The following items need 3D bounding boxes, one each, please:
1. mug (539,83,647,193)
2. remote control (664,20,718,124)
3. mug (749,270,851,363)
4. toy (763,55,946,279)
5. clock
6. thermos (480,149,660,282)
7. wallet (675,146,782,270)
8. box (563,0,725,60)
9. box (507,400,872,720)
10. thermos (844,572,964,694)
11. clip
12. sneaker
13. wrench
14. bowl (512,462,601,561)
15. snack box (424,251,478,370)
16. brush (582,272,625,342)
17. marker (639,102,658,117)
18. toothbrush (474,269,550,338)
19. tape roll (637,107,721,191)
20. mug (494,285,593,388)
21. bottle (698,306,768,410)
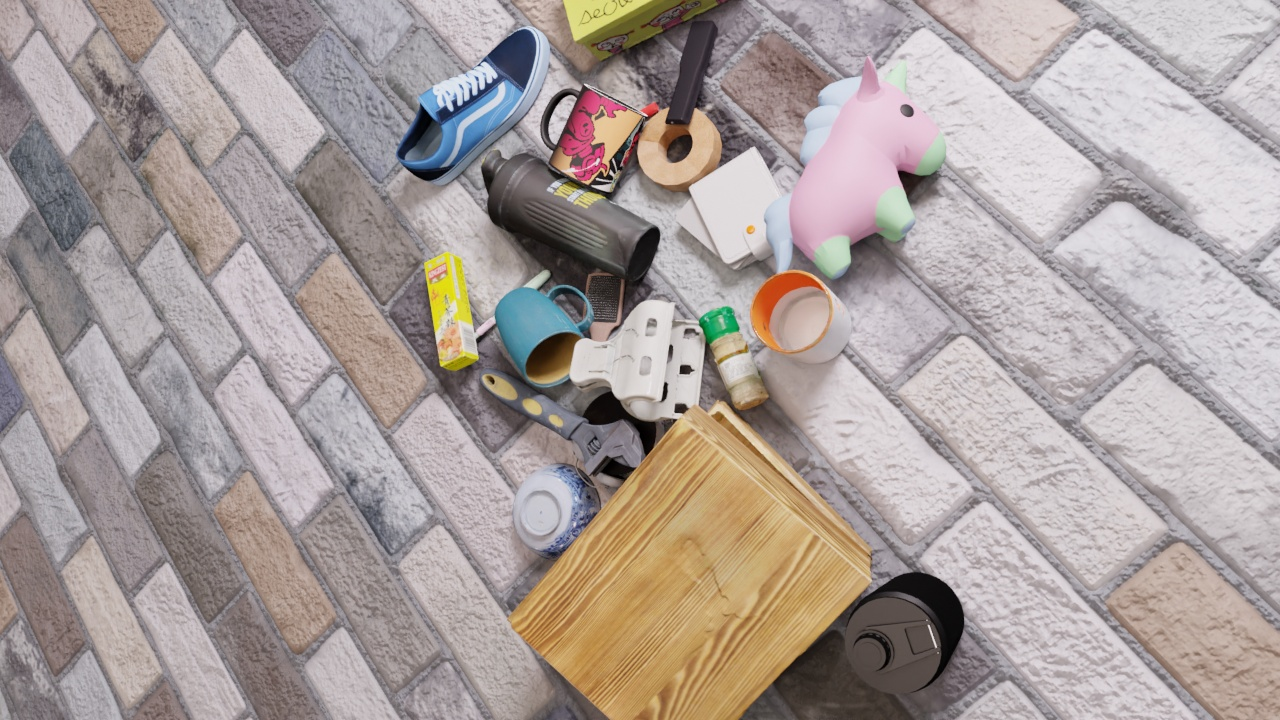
[{"bbox_3d":[-0.064,-0.265,1.066,0.118,0.081,0.098,33,107,18],"label":"mug"},{"bbox_3d":[0.057,-0.330,1.048,0.032,0.015,0.136,8,70,24],"label":"remote control"},{"bbox_3d":[0.165,-0.041,0.935,0.082,0.105,0.082,-3,82,23],"label":"mug"},{"bbox_3d":[0.206,-0.189,0.932,0.222,0.120,0.171,-32,84,7],"label":"toy"},{"bbox_3d":[-0.027,0.091,1.043,0.094,0.035,0.123,45,103,22],"label":"clock"},{"bbox_3d":[-0.087,-0.167,1.075,0.221,0.098,0.098,28,95,19],"label":"thermos"},{"bbox_3d":[0.102,-0.159,1.016,0.115,0.037,0.118,-30,69,18],"label":"wallet"},{"bbox_3d":[0.016,-0.455,1.068,0.221,0.079,0.124,-17,77,20],"label":"box"},{"bbox_3d":[0.065,0.224,0.933,0.251,0.192,0.279,42,100,8],"label":"box"},{"bbox_3d":[0.236,0.241,0.818,0.086,0.198,0.086,-3,82,23],"label":"thermos"},{"bbox_3d":[-0.007,-0.004,0.999,0.152,0.101,0.126,7,60,5],"label":"clip"},{"bbox_3d":[-0.213,-0.322,1.141,0.241,0.098,0.083,-45,68,13],"label":"sneaker"},{"bbox_3d":[-0.097,0.065,1.053,0.273,0.022,0.073,26,97,38],"label":"wrench"},{"bbox_3d":[-0.105,0.176,1.061,0.114,0.045,0.114,-3,82,24],"label":"bowl"},{"bbox_3d":[-0.237,-0.062,1.147,0.040,0.029,0.147,-23,67,23],"label":"snack box"},{"bbox_3d":[-0.049,-0.037,1.079,0.050,0.015,0.135,4,85,25],"label":"brush"},{"bbox_3d":[-0.042,-0.273,1.107,0.142,0.012,0.012,-24,75,20],"label":"marker"},{"bbox_3d":[-0.168,-0.060,1.135,0.155,0.015,0.022,-40,39,14],"label":"toothbrush"},{"bbox_3d":[0.045,-0.244,1.056,0.094,0.027,0.094,-3,82,24],"label":"tape roll"},{"bbox_3d":[-0.110,-0.041,1.073,0.112,0.084,0.104,-37,53,-4],"label":"mug"},{"bbox_3d":[0.101,-0.003,0.994,0.043,0.043,0.111,-27,74,19],"label":"bottle"}]
